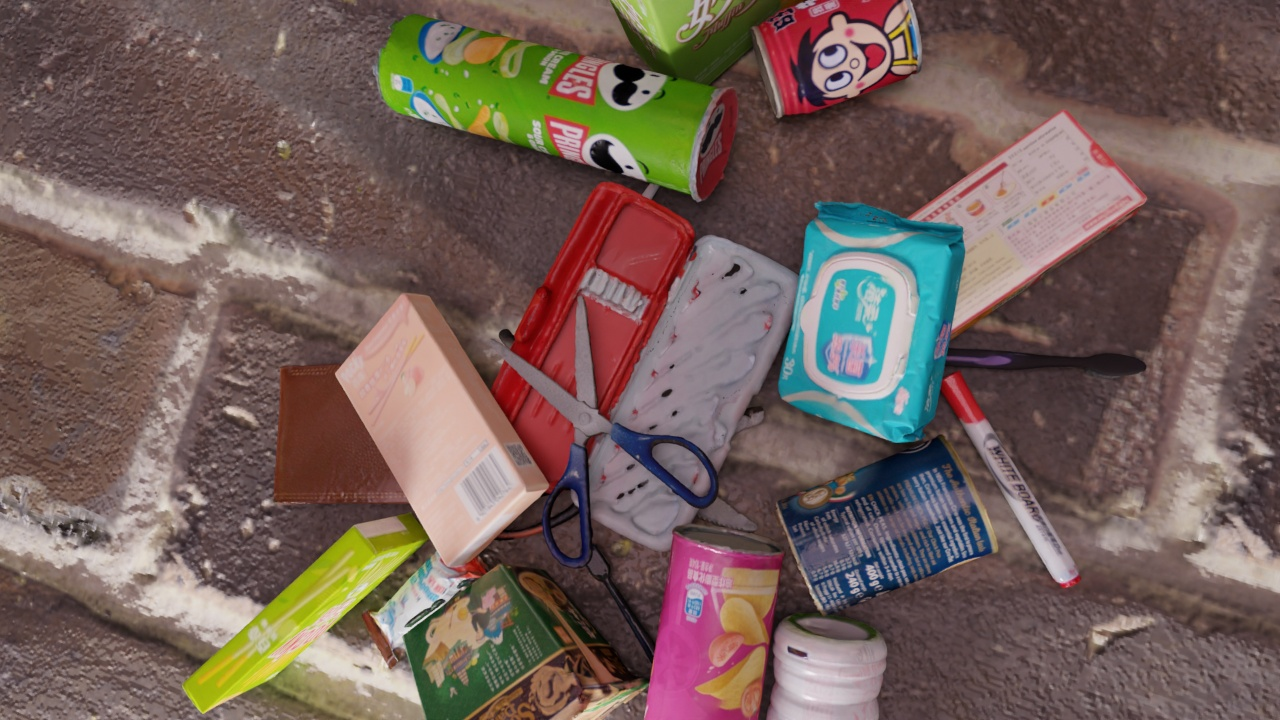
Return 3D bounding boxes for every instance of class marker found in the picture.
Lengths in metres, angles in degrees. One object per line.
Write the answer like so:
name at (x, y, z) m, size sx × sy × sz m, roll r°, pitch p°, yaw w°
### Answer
marker at (0.228, 0.073, 0.569) m, size 0.017 × 0.017 × 0.145 m, roll -30°, pitch 81°, yaw 7°

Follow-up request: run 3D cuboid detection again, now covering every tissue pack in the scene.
tissue pack at (0.138, -0.025, 0.551) m, size 0.093 × 0.050 × 0.133 m, roll 14°, pitch 101°, yaw 34°

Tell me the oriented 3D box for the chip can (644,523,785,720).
chip can at (0.037, 0.209, 0.553) m, size 0.071 × 0.071 × 0.210 m, roll 9°, pitch 91°, yaw 11°

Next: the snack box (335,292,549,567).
snack box at (-0.129, 0.042, 0.583) m, size 0.085 × 0.026 × 0.157 m, roll -44°, pitch 69°, yaw 23°

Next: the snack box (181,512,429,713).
snack box at (-0.219, 0.164, 0.610) m, size 0.156 × 0.085 × 0.026 m, roll -42°, pitch 81°, yaw 4°

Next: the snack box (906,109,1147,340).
snack box at (0.221, -0.079, 0.573) m, size 0.156 × 0.027 × 0.077 m, roll -35°, pitch 73°, yaw 6°

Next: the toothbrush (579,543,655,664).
toothbrush at (0.012, 0.198, 0.601) m, size 0.015 × 0.018 × 0.181 m, roll -33°, pitch 83°, yaw 1°

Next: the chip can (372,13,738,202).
chip can at (-0.057, -0.169, 0.603) m, size 0.236 × 0.072 × 0.072 m, roll 19°, pitch 89°, yaw 17°

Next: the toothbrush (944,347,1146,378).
toothbrush at (0.216, -0.001, 0.582) m, size 0.189 × 0.017 × 0.014 m, roll 3°, pitch 76°, yaw 14°

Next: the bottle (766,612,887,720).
bottle at (0.106, 0.258, 0.554) m, size 0.068 × 0.068 × 0.197 m, roll 6°, pitch 90°, yaw 11°

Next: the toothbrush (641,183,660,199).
toothbrush at (-0.009, -0.094, 0.626) m, size 0.016 × 0.016 × 0.180 m, roll 35°, pitch 92°, yaw 13°

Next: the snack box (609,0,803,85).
snack box at (0.073, -0.275, 0.553) m, size 0.210 × 0.157 × 0.070 m, roll -41°, pitch 76°, yaw 5°

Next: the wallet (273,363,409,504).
wallet at (-0.198, 0.050, 0.644) m, size 0.125 × 0.032 × 0.101 m, roll -3°, pitch 82°, yaw 10°

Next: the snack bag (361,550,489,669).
snack bag at (-0.148, 0.160, 0.627) m, size 0.104 × 0.026 × 0.048 m, roll -43°, pitch 68°, yaw 4°

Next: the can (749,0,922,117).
can at (0.123, -0.199, 0.584) m, size 0.094 × 0.066 × 0.066 m, roll -18°, pitch 83°, yaw 9°

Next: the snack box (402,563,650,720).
snack box at (-0.077, 0.193, 0.577) m, size 0.118 × 0.117 × 0.105 m, roll -36°, pitch 68°, yaw 3°

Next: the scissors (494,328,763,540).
scissors at (-0.027, 0.065, 0.617) m, size 0.225 × 0.015 × 0.189 m, roll 39°, pitch 93°, yaw 11°

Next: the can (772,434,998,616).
can at (0.145, 0.100, 0.553) m, size 0.111 × 0.075 × 0.075 m, roll -24°, pitch 82°, yaw 8°

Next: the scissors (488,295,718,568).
scissors at (-0.026, 0.049, 0.569) m, size 0.174 × 0.012 × 0.162 m, roll 19°, pitch 93°, yaw 3°

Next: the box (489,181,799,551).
box at (-0.003, 0.004, 0.594) m, size 0.158 × 0.039 × 0.201 m, roll 27°, pitch 90°, yaw -2°
